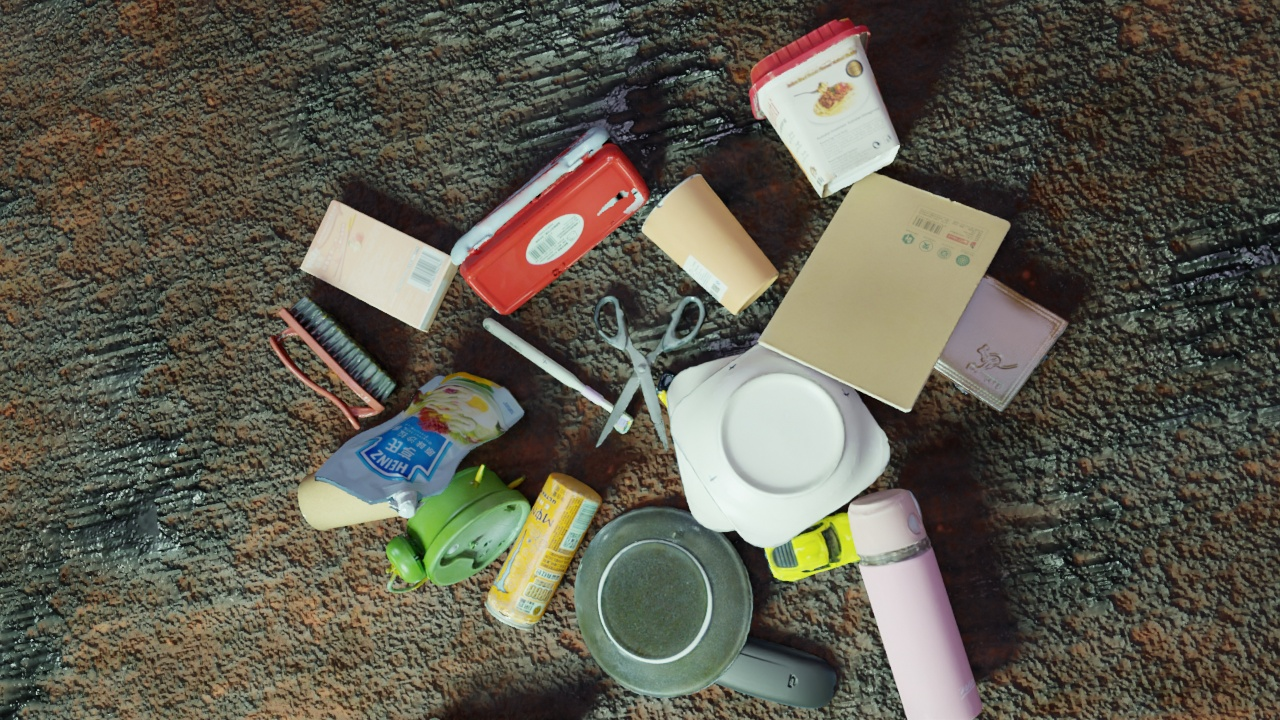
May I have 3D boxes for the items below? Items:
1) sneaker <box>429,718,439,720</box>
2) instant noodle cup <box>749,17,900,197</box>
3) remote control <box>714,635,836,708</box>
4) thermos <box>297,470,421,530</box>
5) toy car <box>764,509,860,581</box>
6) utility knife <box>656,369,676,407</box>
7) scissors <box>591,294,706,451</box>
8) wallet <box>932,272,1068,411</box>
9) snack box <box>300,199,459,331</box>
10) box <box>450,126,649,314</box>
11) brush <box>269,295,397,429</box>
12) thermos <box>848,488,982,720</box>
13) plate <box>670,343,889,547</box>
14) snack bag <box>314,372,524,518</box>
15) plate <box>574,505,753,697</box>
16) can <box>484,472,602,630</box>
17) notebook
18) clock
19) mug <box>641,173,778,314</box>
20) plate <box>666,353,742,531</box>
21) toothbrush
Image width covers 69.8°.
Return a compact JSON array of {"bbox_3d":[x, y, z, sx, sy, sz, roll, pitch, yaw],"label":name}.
[{"bbox_3d":[-0.182,0.388,0.886,0.243,0.089,0.090,-29,75,15],"label":"sneaker"},{"bbox_3d":[0.173,-0.226,0.842,0.117,0.116,0.124,-27,86,9],"label":"instant noodle cup"},{"bbox_3d":[0.113,0.288,0.855,0.136,0.024,0.053,12,87,13],"label":"remote control"},{"bbox_3d":[-0.269,0.124,0.927,0.143,0.093,0.093,-19,81,19],"label":"thermos"},{"bbox_3d":[0.167,0.170,0.845,0.105,0.032,0.048,-17,82,0],"label":"toy car"},{"bbox_3d":[0.088,0.098,0.881,0.033,0.015,0.223,-40,79,8],"label":"utility knife"},{"bbox_3d":[-0.001,0.003,0.888,0.159,0.014,0.181,38,81,25],"label":"scissors"},{"bbox_3d":[0.305,-0.025,0.836,0.124,0.032,0.101,35,96,14],"label":"wallet"},{"bbox_3d":[-0.277,-0.101,0.974,0.157,0.026,0.084,26,92,14],"label":"snack box"},{"bbox_3d":[-0.099,-0.151,0.926,0.201,0.095,0.100,-38,40,6],"label":"box"},{"bbox_3d":[-0.320,0.005,0.957,0.146,0.063,0.069,43,83,11],"label":"brush"},{"bbox_3d":[0.243,0.212,0.811,0.067,0.087,0.198,-21,84,43],"label":"thermos"},{"bbox_3d":[0.125,0.068,0.822,0.163,0.034,0.164,-35,80,-2],"label":"plate"},{"bbox_3d":[-0.202,0.075,0.866,0.110,0.190,0.039,28,128,15],"label":"snack bag"},{"bbox_3d":[0.016,0.228,0.870,0.180,0.024,0.179,-4,80,20],"label":"plate"},{"bbox_3d":[-0.094,0.184,0.893,0.058,0.058,0.146,28,91,13],"label":"can"},{"bbox_3d":[0.221,-0.070,0.830,0.148,0.008,0.207,27,74,22],"label":"notebook"},{"bbox_3d":[-0.180,0.169,0.886,0.161,0.116,0.056,-46,66,2],"label":"clock"},{"bbox_3d":[0.070,-0.106,0.875,0.078,0.078,0.123,-43,82,6],"label":"mug"},{"bbox_3d":[0.112,0.071,0.858,0.163,0.034,0.164,-13,81,3],"label":"plate"},{"bbox_3d":[-0.086,0.011,0.926,0.189,0.029,0.020,35,51,14],"label":"toothbrush"}]
